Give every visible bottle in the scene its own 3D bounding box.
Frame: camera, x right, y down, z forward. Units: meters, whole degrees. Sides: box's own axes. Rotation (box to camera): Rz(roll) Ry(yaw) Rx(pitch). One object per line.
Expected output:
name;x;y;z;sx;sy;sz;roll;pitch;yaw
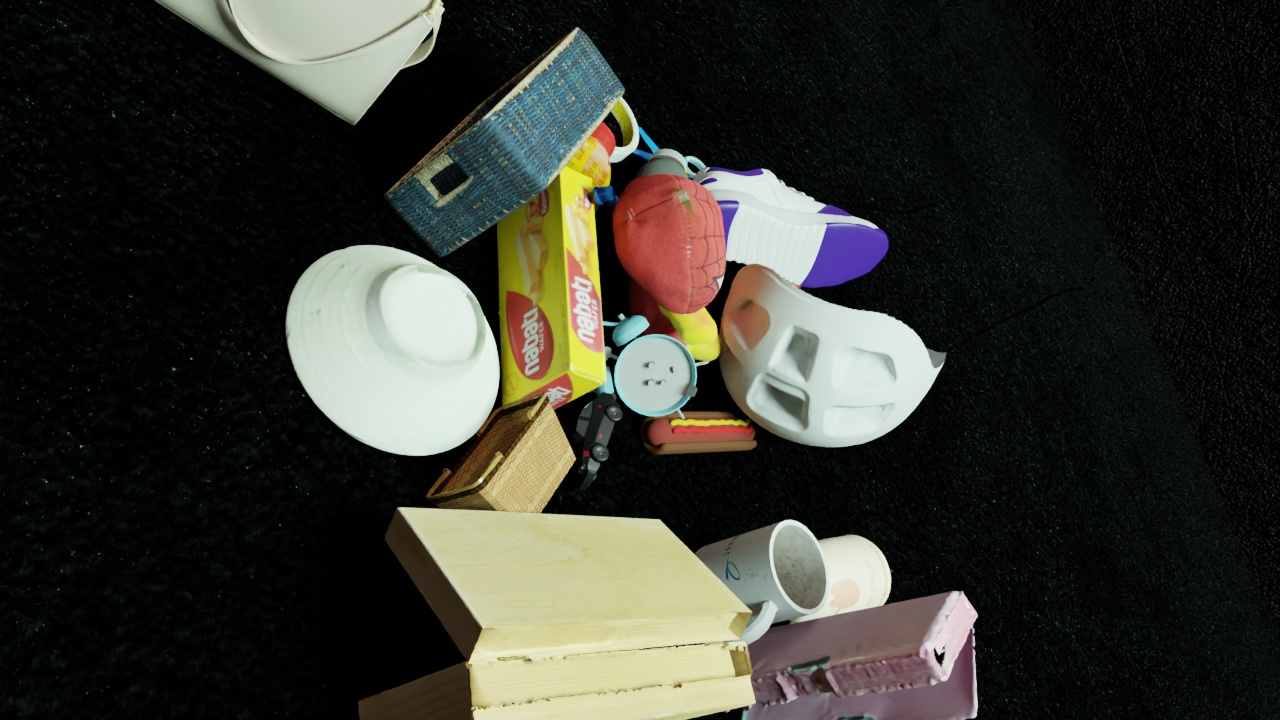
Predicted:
bottle;0.020;-0.176;0.980;0.060;0.060;0.108;38;46;-27
bottle;-0.064;-0.186;0.905;0.071;0.049;0.133;41;44;-20

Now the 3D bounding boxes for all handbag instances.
handbag;-0.230;-0.294;0.669;0.194;0.198;0.101;30;49;-32

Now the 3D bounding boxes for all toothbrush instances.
toothbrush;-0.026;-0.154;0.875;0.190;0.017;0.016;-62;143;-82

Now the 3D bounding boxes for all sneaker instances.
sneaker;0.158;-0.159;1.034;0.244;0.092;0.111;10;41;-23

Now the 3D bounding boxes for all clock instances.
clock;-0.005;0.005;0.831;0.123;0.087;0.042;23;5;-7

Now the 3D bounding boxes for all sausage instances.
sausage;0.061;0.070;0.901;0.155;0.040;0.040;3;66;-46

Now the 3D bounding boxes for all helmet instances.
helmet;0.195;-0.014;0.965;0.224;0.184;0.281;29;26;13

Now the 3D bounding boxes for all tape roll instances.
tape roll;-0.042;-0.260;0.992;0.094;0.019;0.093;25;52;-35

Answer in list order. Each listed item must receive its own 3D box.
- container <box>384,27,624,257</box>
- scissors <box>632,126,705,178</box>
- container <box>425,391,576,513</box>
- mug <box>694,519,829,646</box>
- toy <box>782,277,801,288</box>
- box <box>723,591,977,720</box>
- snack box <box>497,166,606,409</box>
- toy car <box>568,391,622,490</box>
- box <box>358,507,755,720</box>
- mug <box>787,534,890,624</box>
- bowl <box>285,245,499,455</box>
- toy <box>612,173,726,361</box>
container;-0.110;-0.185;0.778;0.071;0.146;0.186;49;41;-20
scissors;0.039;-0.229;1.065;0.131;0.018;0.108;50;42;-12
container;-0.101;0.085;0.705;0.061;0.063;0.113;56;39;-19
mug;0.100;0.208;0.820;0.083;0.097;0.119;49;41;-15
toy;0.158;-0.139;1.112;0.092;0.062;0.132;19;40;-34
box;0.166;0.261;0.755;0.098;0.233;0.080;-28;91;-52
snack box;-0.079;-0.060;0.783;0.042;0.092;0.200;18;56;-41
toy car;-0.044;0.068;0.791;0.036;0.042;0.091;23;49;-5
box;-0.045;0.192;0.628;0.248;0.142;0.179;12;77;-45
mug;0.181;0.235;0.915;0.104;0.085;0.111;1;97;-36
bowl;-0.167;-0.021;0.686;0.176;0.058;0.176;23;52;-33
toy;0.030;-0.086;0.845;0.216;0.099;0.147;79;-9;-65
